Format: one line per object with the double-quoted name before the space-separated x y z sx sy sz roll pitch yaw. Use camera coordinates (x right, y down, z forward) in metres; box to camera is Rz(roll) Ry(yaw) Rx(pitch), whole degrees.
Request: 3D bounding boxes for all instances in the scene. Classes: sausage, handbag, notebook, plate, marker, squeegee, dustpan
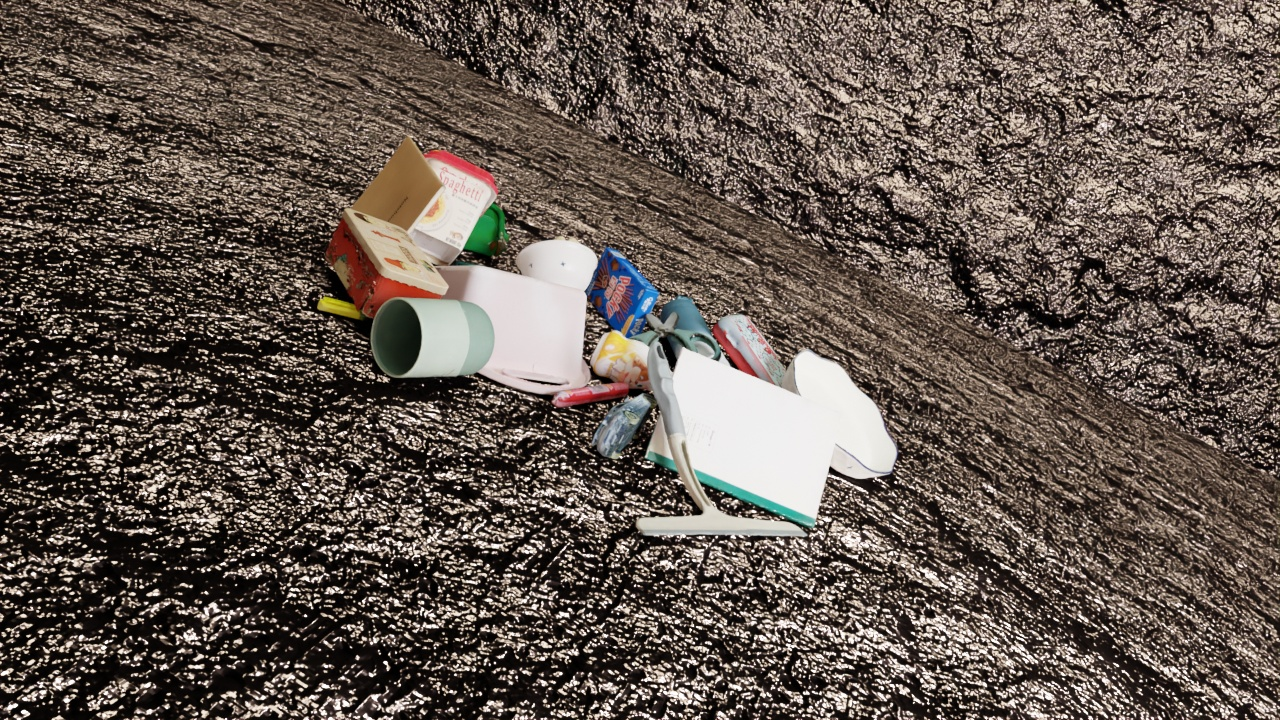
"sausage" -0.058 0.040 1.089 0.020 0.020 0.155 35 21 26
"handbag" -0.270 -0.208 1.399 0.131 0.068 0.120 12 24 -34
"notebook" 0.122 0.086 1.054 0.209 0.012 0.150 23 63 -5
"plate" 0.271 0.079 1.269 0.205 0.046 0.204 34 32 -25
"notebook" -0.329 -0.209 1.215 0.008 0.148 0.207 34 10 -38
"marker" -0.299 -0.050 1.029 0.124 0.015 0.018 14 21 -34
"squeegee" 0.045 0.087 0.996 0.246 0.039 0.246 10 49 -42
"dustpan" -0.186 -0.036 1.148 0.222 0.139 0.274 9 -3 -36

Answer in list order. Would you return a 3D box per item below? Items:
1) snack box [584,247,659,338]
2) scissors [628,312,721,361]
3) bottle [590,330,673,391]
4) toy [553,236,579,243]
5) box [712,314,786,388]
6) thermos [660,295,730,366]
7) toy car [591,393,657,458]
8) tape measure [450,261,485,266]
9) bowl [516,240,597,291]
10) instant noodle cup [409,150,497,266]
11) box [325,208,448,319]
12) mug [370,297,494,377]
"snack box" -0.031 -0.102 1.395 0.026 0.085 0.157 13 23 -34
"scissors" 0.020 -0.021 1.260 0.177 0.019 0.174 -18 36 -20
"bottle" -0.007 0.007 1.170 0.108 0.063 0.063 25 19 1
"toy" -0.122 -0.158 1.404 0.105 0.066 0.157 -4 -3 -10
"box" 0.181 0.017 1.308 0.201 0.049 0.087 55 25 16
"thermos" 0.076 -0.026 1.356 0.070 0.070 0.220 19 21 -19
"toy car" -0.017 0.069 1.011 0.037 0.054 0.120 32 19 12
"tape measure" -0.231 -0.123 1.266 0.054 0.025 0.058 17 3 41
"bowl" -0.121 -0.116 1.330 0.118 0.119 0.064 14 61 -30
"instant noodle cup" -0.274 -0.206 1.270 0.116 0.124 0.117 23 -26 -21
"box" -0.299 -0.098 1.051 0.091 0.079 0.168 17 20 -41
"mug" -0.225 -0.024 0.971 0.112 0.082 0.106 0 2 37
